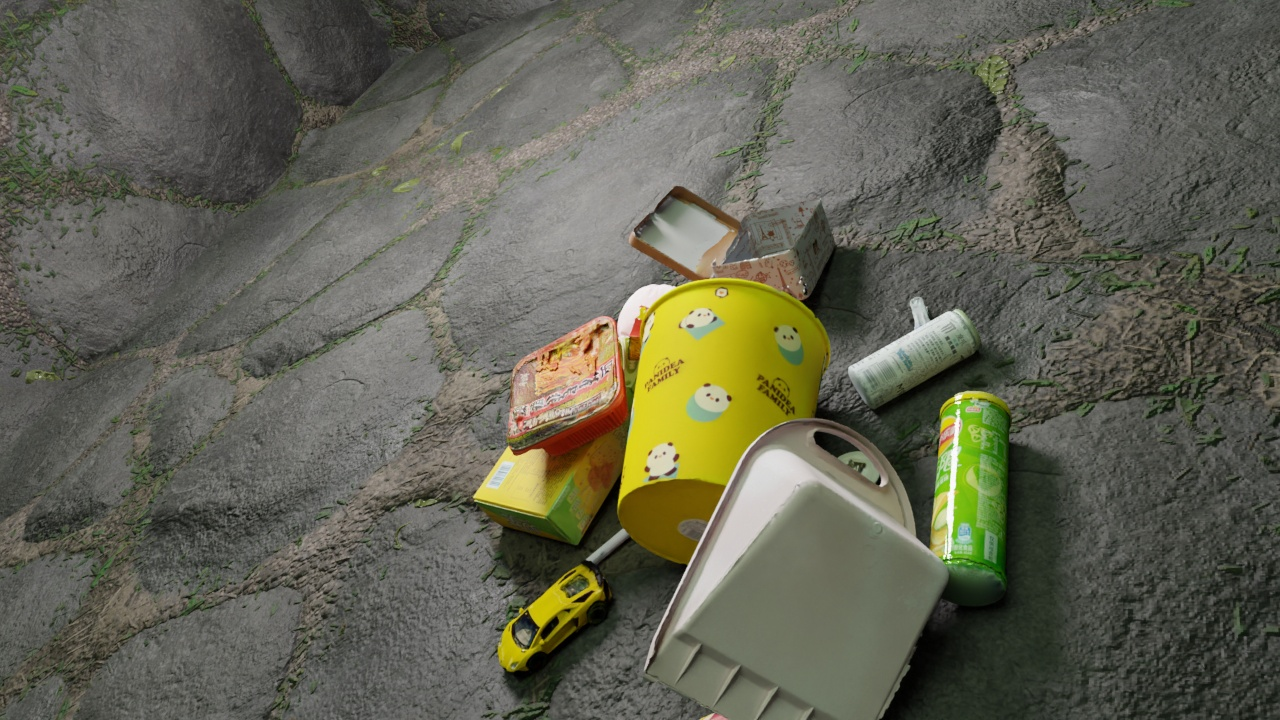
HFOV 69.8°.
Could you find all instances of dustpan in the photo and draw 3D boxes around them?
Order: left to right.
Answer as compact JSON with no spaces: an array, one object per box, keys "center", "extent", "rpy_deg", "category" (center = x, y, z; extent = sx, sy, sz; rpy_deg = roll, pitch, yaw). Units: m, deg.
[{"center":[0.149,0.195,0.822],"extent":[0.273,0.222,0.139],"rpy_deg":[-54,14,1],"category":"dustpan"}]

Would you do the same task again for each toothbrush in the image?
[{"center":[0.003,0.192,1.114],"extent":[0.189,0.021,0.029],"rpy_deg":[-38,67,-7],"category":"toothbrush"}]

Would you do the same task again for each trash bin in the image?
[{"center":[0.089,0.078,1.027],"extent":[0.230,0.229,0.254],"rpy_deg":[-11,45,27],"category":"trash bin"}]

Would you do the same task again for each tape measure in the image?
[{"center":[0.234,0.132,1.000],"extent":[0.066,0.033,0.065],"rpy_deg":[1,46,36],"category":"tape measure"}]

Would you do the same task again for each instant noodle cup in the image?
[{"center":[-0.086,0.042,1.165],"extent":[0.165,0.079,0.188],"rpy_deg":[-26,37,15],"category":"instant noodle cup"}]

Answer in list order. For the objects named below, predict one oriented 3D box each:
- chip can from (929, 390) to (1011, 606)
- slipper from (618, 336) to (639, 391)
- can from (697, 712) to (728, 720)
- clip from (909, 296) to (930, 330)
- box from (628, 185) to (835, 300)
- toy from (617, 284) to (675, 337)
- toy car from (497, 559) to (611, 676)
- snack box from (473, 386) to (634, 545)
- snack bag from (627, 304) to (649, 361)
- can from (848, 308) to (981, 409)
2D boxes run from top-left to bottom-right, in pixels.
[{"center":[0.323,0.133,0.897],"extent":[0.073,0.072,0.220],"rpy_deg":[-8,41,30],"category":"chip can"},{"center":[-0.008,0.007,1.276],"extent":[0.191,0.081,0.091],"rpy_deg":[-17,73,18],"category":"slipper"},{"center":[0.103,0.334,0.832],"extent":[0.133,0.053,0.053],"rpy_deg":[-27,35,7],"category":"can"},{"center":[0.353,-0.054,1.152],"extent":[0.025,0.029,0.056],"rpy_deg":[-17,43,23],"category":"clip"},{"center":[0.136,-0.168,1.335],"extent":[0.274,0.124,0.178],"rpy_deg":[13,39,19],"category":"box"},{"center":[0.007,-0.048,1.379],"extent":[0.121,0.054,0.159],"rpy_deg":[1,55,42],"category":"toy"},{"center":[-0.101,0.295,1.048],"extent":[0.155,0.041,0.071],"rpy_deg":[-39,35,-8],"category":"toy car"},{"center":[-0.100,0.129,1.210],"extent":[0.158,0.070,0.209],"rpy_deg":[3,50,44],"category":"snack box"},{"center":[0.092,-0.021,1.184],"extent":[0.208,0.073,0.128],"rpy_deg":[9,6,5],"category":"snack bag"},{"center":[0.321,-0.002,1.077],"extent":[0.147,0.058,0.058],"rpy_deg":[-29,35,3],"category":"can"}]
